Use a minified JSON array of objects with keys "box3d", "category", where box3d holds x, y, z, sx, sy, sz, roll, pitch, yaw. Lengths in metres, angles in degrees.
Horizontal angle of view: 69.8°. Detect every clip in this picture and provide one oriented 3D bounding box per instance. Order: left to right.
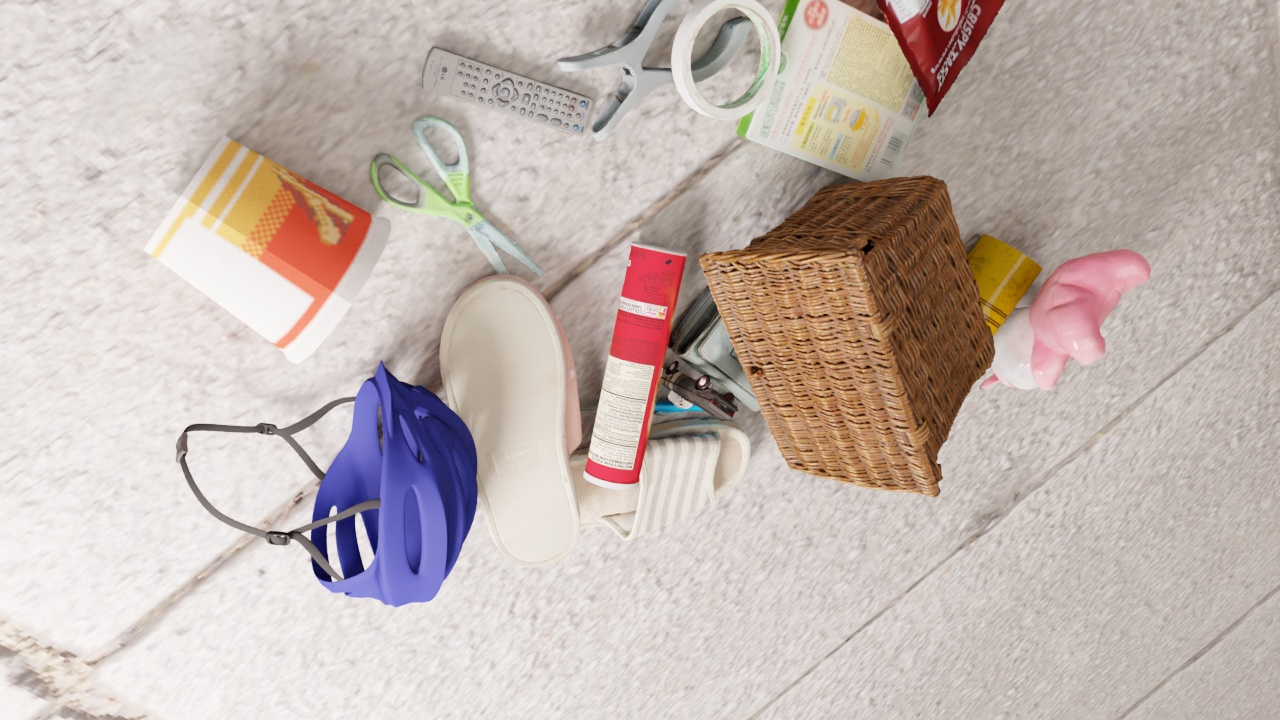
[{"box3d":[0.008,-0.260,0.717,0.163,0.028,0.115,-37,124,-9],"category":"clip"}]

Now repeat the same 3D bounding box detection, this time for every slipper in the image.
[{"box3d":[-0.109,0.056,0.813,0.114,0.054,0.275,-8,109,-7],"category":"slipper"},{"box3d":[-0.014,0.122,0.902,0.272,0.054,0.115,-11,124,-17],"category":"slipper"}]

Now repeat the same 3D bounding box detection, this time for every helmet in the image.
[{"box3d":[-0.243,0.109,0.729,0.227,0.147,0.242,1,124,-27],"category":"helmet"}]

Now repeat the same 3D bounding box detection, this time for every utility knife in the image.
[{"box3d":[0.015,0.046,0.890,0.185,0.031,0.015,2,79,-22],"category":"utility knife"}]

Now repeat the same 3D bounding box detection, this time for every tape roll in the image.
[{"box3d":[0.069,-0.241,0.730,0.093,0.018,0.094,-12,117,-24],"category":"tape roll"}]

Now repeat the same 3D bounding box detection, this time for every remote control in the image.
[{"box3d":[-0.101,-0.206,0.708,0.136,0.013,0.033,10,109,-29],"category":"remote control"}]

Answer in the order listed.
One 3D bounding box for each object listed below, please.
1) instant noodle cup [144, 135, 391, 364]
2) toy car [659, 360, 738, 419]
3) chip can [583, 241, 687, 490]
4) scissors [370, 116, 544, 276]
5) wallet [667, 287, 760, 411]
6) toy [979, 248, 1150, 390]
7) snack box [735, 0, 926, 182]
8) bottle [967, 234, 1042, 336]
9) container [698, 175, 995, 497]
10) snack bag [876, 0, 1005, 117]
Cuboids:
[{"box3d":[-0.263,-0.082,0.644,0.121,0.123,0.123,35,98,-27],"category":"instant noodle cup"},{"box3d":[0.051,0.031,0.855,0.040,0.092,0.037,35,86,-34],"category":"toy car"},{"box3d":[-0.005,0.005,0.815,0.051,0.052,0.215,7,100,-28],"category":"chip can"},{"box3d":[-0.145,-0.110,0.742,0.093,0.032,0.175,-36,121,-6],"category":"scissors"},{"box3d":[0.101,-0.015,0.884,0.131,0.054,0.100,33,100,-39],"category":"wallet"},{"box3d":[0.429,-0.037,0.953,0.142,0.084,0.213,-55,170,-9],"category":"toy"},{"box3d":[0.180,-0.237,0.812,0.167,0.027,0.132,12,109,-29],"category":"snack box"},{"box3d":[0.340,-0.044,0.961,0.071,0.071,0.164,25,104,-33],"category":"bottle"},{"box3d":[0.203,-0.035,0.824,0.182,0.162,0.250,-45,123,-32],"category":"container"},{"box3d":[0.234,-0.323,0.760,0.208,0.067,0.138,38,74,-35],"category":"snack bag"}]
